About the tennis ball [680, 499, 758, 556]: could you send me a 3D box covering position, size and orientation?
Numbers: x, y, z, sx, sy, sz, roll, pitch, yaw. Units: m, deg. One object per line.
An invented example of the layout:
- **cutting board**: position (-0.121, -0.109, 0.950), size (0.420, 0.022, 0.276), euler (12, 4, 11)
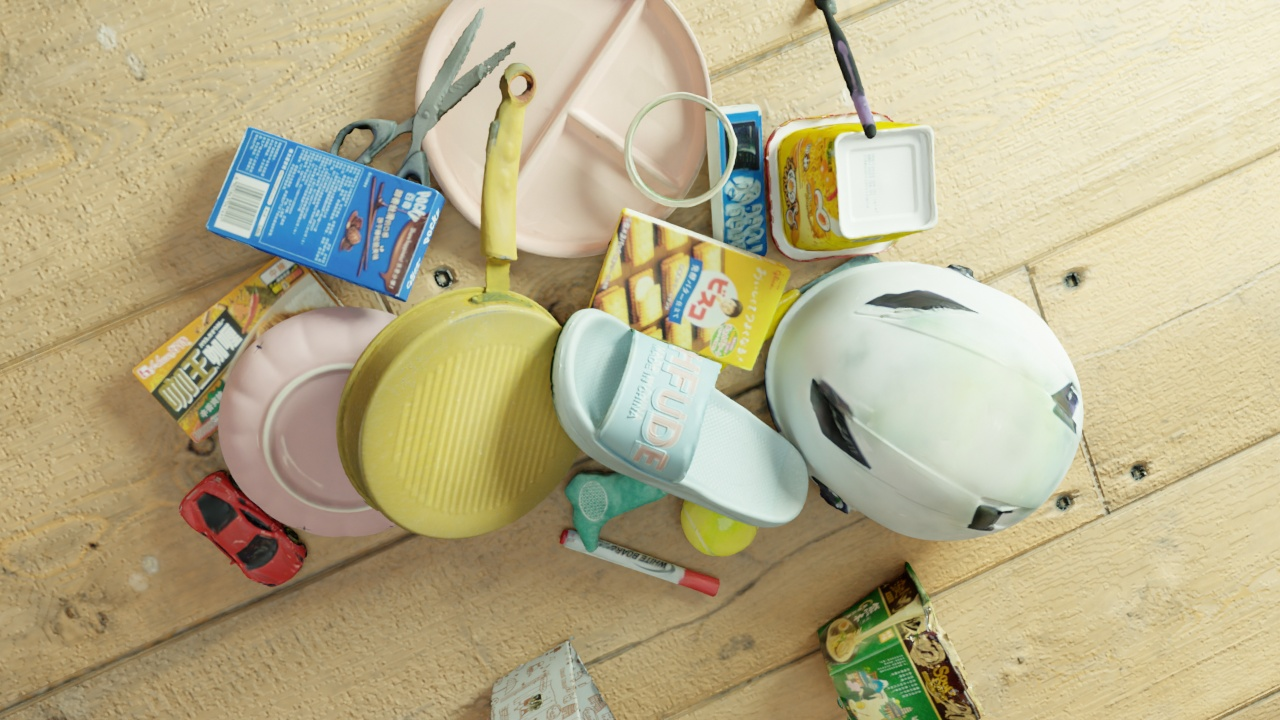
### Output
- **tennis ball**: position (0.067, 0.131, 0.768), size (0.065, 0.065, 0.065), euler (-1, 99, -8)

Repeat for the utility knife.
- **utility knife**: position (0.108, -0.031, 0.773), size (0.223, 0.015, 0.033), euler (-31, 109, -3)

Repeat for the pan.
- **pan**: position (-0.115, -0.037, 0.685), size (0.197, 0.078, 0.358), euler (3, 110, -39)

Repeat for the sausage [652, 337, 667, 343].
- **sausage**: position (-0.005, 0.004, 0.760), size (0.021, 0.021, 0.165), euler (36, 92, -12)

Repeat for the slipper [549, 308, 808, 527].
- **slipper**: position (0.038, 0.050, 0.694), size (0.245, 0.074, 0.103), euler (33, 62, -19)

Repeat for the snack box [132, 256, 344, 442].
- **snack box**: position (-0.306, -0.012, 0.713), size (0.153, 0.026, 0.075), euler (-38, 101, -1)

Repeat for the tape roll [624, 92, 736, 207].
- **tape roll**: position (0.030, -0.161, 0.703), size (0.086, 0.013, 0.086), euler (2, 106, 7)

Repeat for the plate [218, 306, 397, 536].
- **plate**: position (-0.227, 0.055, 0.712), size (0.192, 0.039, 0.192), euler (-4, 107, -14)

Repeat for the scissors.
- **scissors**: position (-0.161, -0.176, 0.686), size (0.164, 0.014, 0.164), euler (-1, 105, 12)

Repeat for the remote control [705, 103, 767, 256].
- **remote control**: position (0.076, -0.140, 0.736), size (0.048, 0.024, 0.125), euler (-16, 110, -35)

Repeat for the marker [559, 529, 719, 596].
- **marker**: position (0.000, 0.174, 0.790), size (0.145, 0.017, 0.017), euler (21, 95, -11)

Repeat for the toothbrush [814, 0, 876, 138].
- **toothbrush**: position (0.154, -0.227, 0.688), size (0.014, 0.188, 0.016), euler (-31, 136, 30)

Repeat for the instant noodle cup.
- **instant noodle cup**: position (0.166, -0.136, 0.710), size (0.116, 0.123, 0.116), euler (-7, 99, -6)

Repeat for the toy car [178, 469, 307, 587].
- **toy car**: position (-0.316, 0.138, 0.734), size (0.049, 0.031, 0.106), euler (-41, 104, 1)

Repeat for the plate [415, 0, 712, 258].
- **plate**: position (-0.058, -0.196, 0.718), size (0.229, 0.028, 0.229), euler (-1, 100, -7)

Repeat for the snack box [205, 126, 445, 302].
- **snack box**: position (-0.233, -0.109, 0.682), size (0.157, 0.026, 0.084), euler (20, 85, 6)

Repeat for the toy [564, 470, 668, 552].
- **toy**: position (-0.020, 0.103, 0.771), size (0.092, 0.030, 0.096), euler (-19, 93, -10)

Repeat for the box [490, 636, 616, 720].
- **box**: position (-0.005, 0.350, 0.734), size (0.269, 0.179, 0.136), euler (31, 93, -10)

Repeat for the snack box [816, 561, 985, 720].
- **snack box**: position (0.218, 0.262, 0.795), size (0.106, 0.117, 0.118), euler (-25, 99, 9)

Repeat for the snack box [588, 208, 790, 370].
- **snack box**: position (0.037, -0.056, 0.721), size (0.140, 0.033, 0.087), euler (18, 106, -8)

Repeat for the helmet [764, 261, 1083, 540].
- **helmet**: position (0.239, 0.040, 0.731), size (0.258, 0.146, 0.229), euler (32, 93, -15)
